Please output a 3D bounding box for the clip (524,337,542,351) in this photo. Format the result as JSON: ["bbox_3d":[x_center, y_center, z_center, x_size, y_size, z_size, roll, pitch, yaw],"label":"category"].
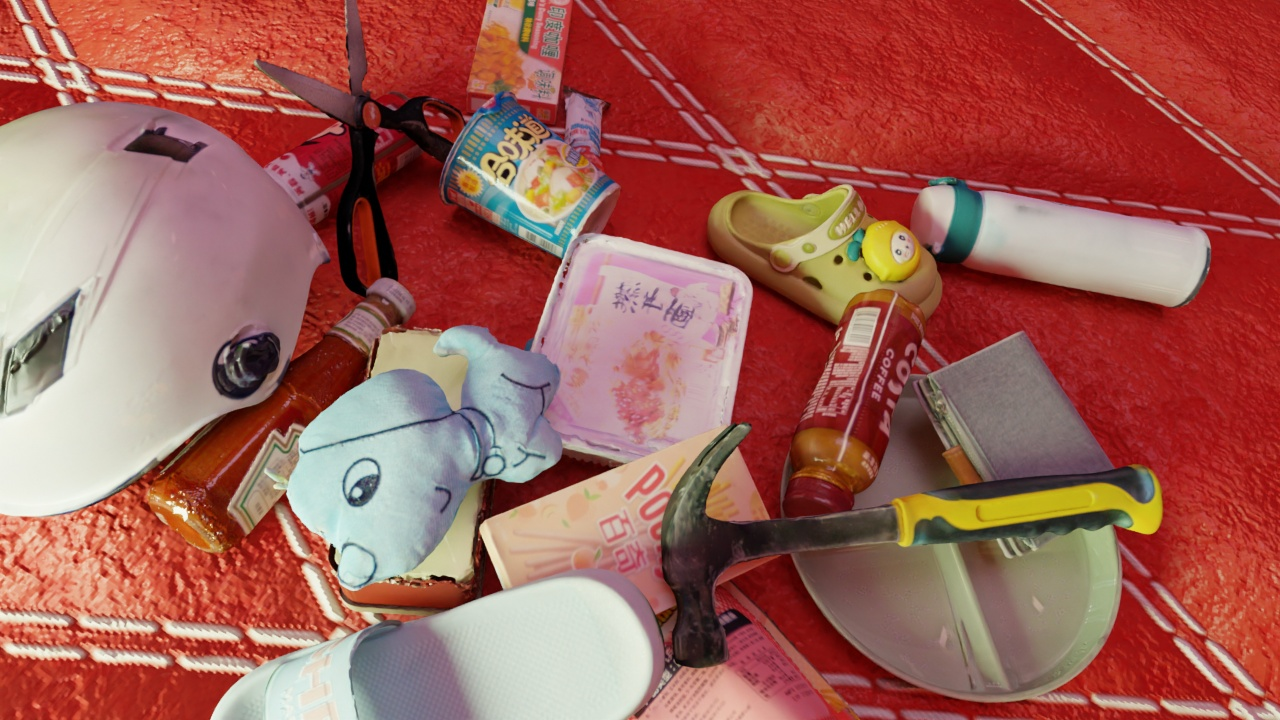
[{"bbox_3d":[-0.079,0.011,0.636,0.014,0.046,0.056,13,55,1],"label":"clip"}]

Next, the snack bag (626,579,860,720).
[{"bbox_3d":[0.037,0.186,0.515,0.128,0.073,0.208,-34,60,-31],"label":"snack bag"}]

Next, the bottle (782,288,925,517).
[{"bbox_3d":[0.138,0.031,0.600,0.057,0.058,0.174,25,56,7],"label":"bottle"}]

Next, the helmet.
[{"bbox_3d":[-0.323,-0.055,0.532,0.229,0.146,0.257,10,52,18],"label":"helmet"}]

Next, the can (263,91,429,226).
[{"bbox_3d":[-0.226,-0.151,0.699,0.053,0.053,0.132,37,59,15],"label":"can"}]

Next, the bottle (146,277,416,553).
[{"bbox_3d":[-0.216,0.025,0.581,0.060,0.060,0.205,27,57,9],"label":"bottle"}]

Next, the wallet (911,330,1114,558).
[{"bbox_3d":[0.249,0.055,0.613,0.106,0.037,0.129,-21,74,-20],"label":"wallet"}]

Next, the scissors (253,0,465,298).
[{"bbox_3d":[-0.181,-0.160,0.648,0.022,0.230,0.220,4,16,22],"label":"scissors"}]

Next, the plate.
[{"bbox_3d":[0.203,0.111,0.609,0.230,0.028,0.229,5,56,-7],"label":"plate"}]

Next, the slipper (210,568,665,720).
[{"bbox_3d":[-0.106,0.172,0.447,0.245,0.074,0.104,-23,78,9],"label":"slipper"}]

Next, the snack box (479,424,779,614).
[{"bbox_3d":[-0.003,0.102,0.521,0.157,0.026,0.084,-20,79,-20],"label":"snack box"}]

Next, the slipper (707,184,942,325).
[{"bbox_3d":[0.142,-0.089,0.702,0.190,0.082,0.091,24,59,10],"label":"slipper"}]

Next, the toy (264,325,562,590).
[{"bbox_3d":[-0.120,0.047,0.505,0.156,0.050,0.161,1,59,-9],"label":"toy"}]

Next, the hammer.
[{"bbox_3d":[0.167,0.090,0.535,0.323,0.032,0.126,-4,85,-16],"label":"hammer"}]

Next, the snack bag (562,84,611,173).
[{"bbox_3d":[-0.048,-0.193,0.772,0.048,0.026,0.104,15,55,-13],"label":"snack bag"}]

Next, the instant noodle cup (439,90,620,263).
[{"bbox_3d":[-0.078,-0.130,0.690,0.110,0.099,0.099,34,58,4],"label":"instant noodle cup"}]

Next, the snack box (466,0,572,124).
[{"bbox_3d":[-0.105,-0.276,0.818,0.077,0.027,0.155,7,56,-6],"label":"snack box"}]

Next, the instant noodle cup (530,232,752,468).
[{"bbox_3d":[-0.004,0.004,0.628,0.138,0.060,0.173,14,54,0],"label":"instant noodle cup"}]

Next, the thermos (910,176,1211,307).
[{"bbox_3d":[0.333,-0.098,0.744,0.224,0.073,0.073,10,56,-2],"label":"thermos"}]

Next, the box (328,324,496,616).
[{"bbox_3d":[-0.129,0.061,0.559,0.091,0.078,0.168,5,57,-6],"label":"box"}]
